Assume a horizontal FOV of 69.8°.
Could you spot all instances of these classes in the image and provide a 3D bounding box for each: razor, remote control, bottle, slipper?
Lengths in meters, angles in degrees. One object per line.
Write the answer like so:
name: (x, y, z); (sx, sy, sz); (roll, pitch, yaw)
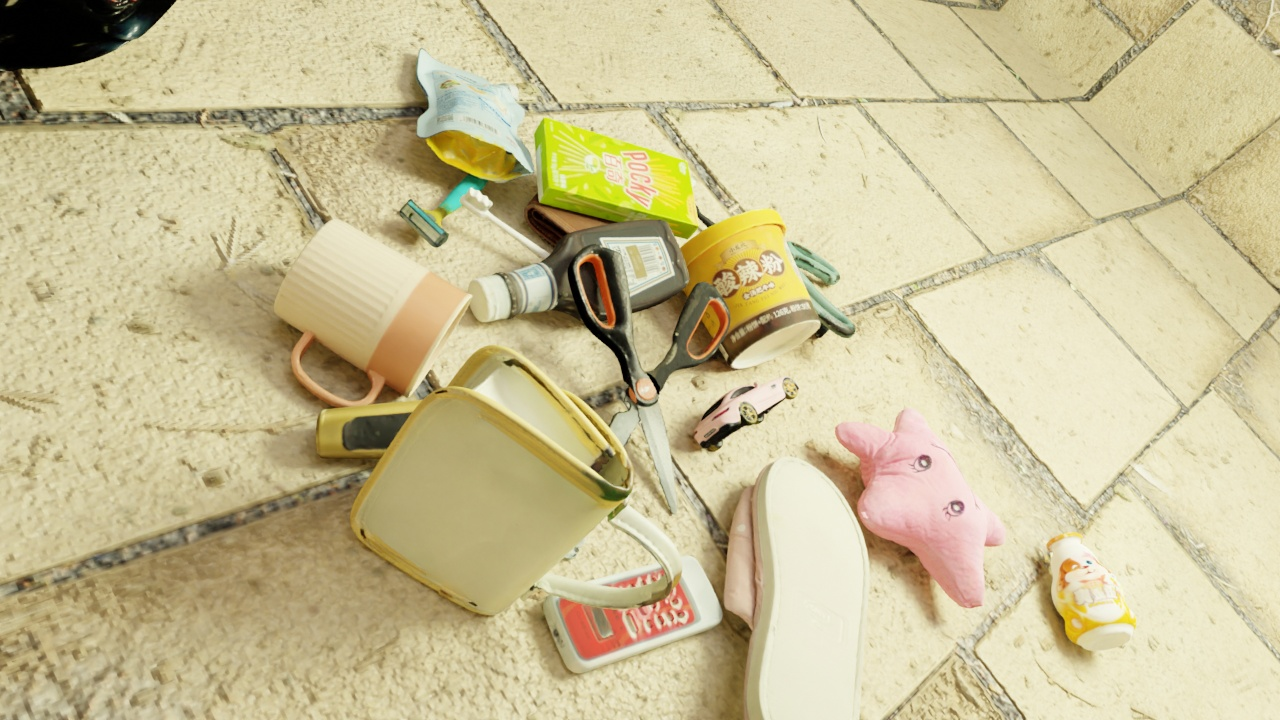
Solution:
razor: (-0.133, 0.045, 0.615); (0.167, 0.068, 0.062); (-1, 93, -31)
remote control: (-0.002, 0.171, 0.629); (0.135, 0.020, 0.056); (-4, 55, -40)
bottle: (0.431, 0.222, 0.890); (0.063, 0.063, 0.108); (17, 44, -26)
razor: (-0.159, -0.138, 0.785); (0.043, 0.028, 0.132); (41, 35, -10)
bottle: (-0.051, -0.069, 0.773); (0.194, 0.044, 0.080); (-17, 83, -33)
slipper: (0.114, 0.182, 0.683); (0.114, 0.055, 0.273); (29, 38, -13)

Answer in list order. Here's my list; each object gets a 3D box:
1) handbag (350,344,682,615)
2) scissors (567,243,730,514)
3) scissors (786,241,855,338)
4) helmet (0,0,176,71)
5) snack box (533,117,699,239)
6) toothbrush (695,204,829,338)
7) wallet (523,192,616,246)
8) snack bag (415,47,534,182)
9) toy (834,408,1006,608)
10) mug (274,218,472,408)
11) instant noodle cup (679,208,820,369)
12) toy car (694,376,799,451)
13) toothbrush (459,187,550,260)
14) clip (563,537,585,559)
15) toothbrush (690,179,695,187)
handbag: (-0.064, 0.091, 0.543); (0.178, 0.164, 0.063); (37, 39, -6)
scissors: (0.009, 0.004, 0.741); (0.227, 0.022, 0.221); (-28, 88, -36)
scissors: (0.186, -0.082, 0.981); (0.171, 0.019, 0.170); (12, 38, -48)
helmet: (-0.411, -0.298, 0.581); (0.233, 0.231, 0.273); (24, 51, -5)
snack box: (-0.021, -0.168, 0.855); (0.156, 0.026, 0.085); (11, 56, -27)
toothbrush: (0.120, -0.104, 0.976); (0.212, 0.026, 0.027); (43, 0, 3)
wallet: (-0.039, -0.131, 0.858); (0.124, 0.032, 0.101); (37, 51, -8)
snack bag: (-0.156, -0.232, 0.857); (0.110, 0.039, 0.190); (9, 35, -20)
toy: (0.251, 0.131, 0.823); (0.178, 0.075, 0.194); (-10, 61, -43)
mug: (-0.190, -0.024, 0.626); (0.106, 0.082, 0.114); (32, 70, -8)
instant noodle cup: (0.101, -0.062, 0.859); (0.118, 0.119, 0.114); (-9, 68, -43)
toy car: (0.091, 0.041, 0.796); (0.122, 0.056, 0.037); (-23, 76, -48)
toothbrush: (-0.078, -0.091, 0.796); (0.180, 0.016, 0.016); (35, 38, -22)
clip: (-0.065, 0.124, 0.626); (0.058, 0.037, 0.025); (5, 49, -31)
toothbrush: (0.011, -0.160, 0.950); (0.018, 0.016, 0.190); (43, 40, 10)
